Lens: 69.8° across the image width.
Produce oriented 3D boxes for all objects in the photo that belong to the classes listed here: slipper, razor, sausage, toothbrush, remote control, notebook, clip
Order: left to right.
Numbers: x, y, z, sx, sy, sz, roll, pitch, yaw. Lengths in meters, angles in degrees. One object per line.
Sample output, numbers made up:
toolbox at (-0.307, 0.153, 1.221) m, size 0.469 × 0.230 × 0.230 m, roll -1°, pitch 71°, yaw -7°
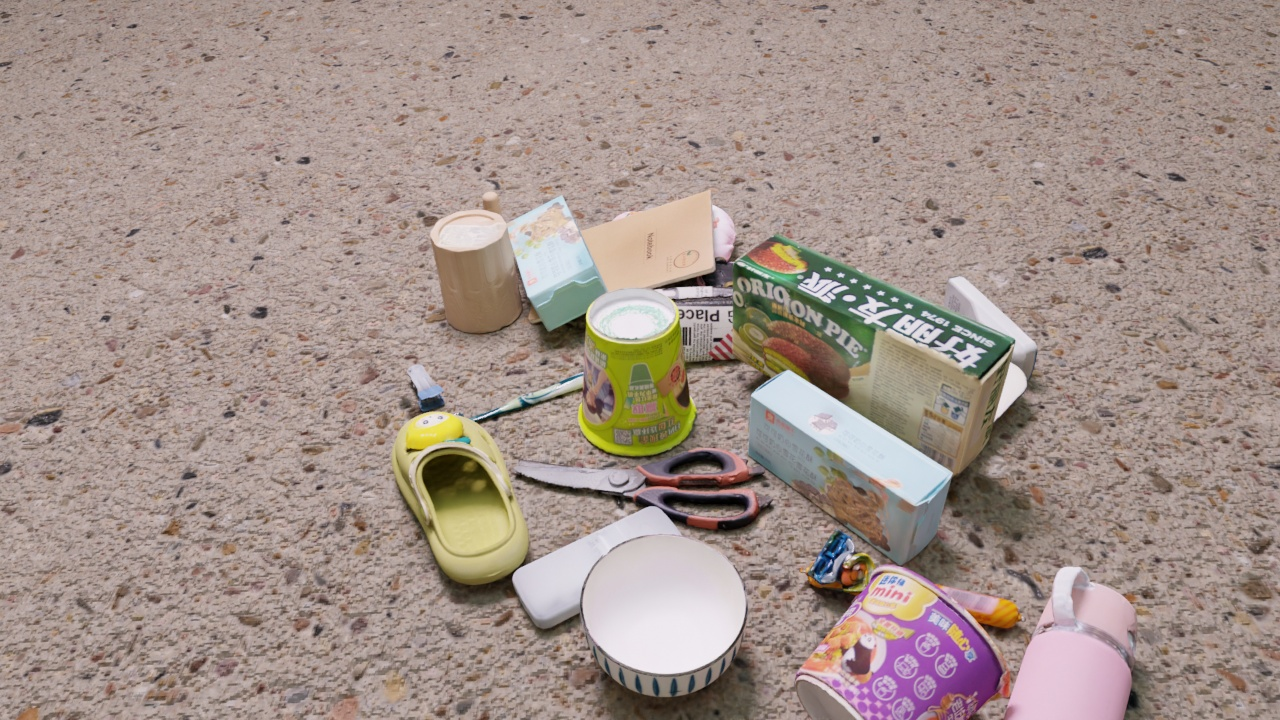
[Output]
clip at (-0.211, 0.026, 0.895) m, size 0.026 × 0.038 × 0.058 m, roll -23°, pitch 46°, yaw -20°
slipper at (-0.150, 0.097, 0.759) m, size 0.091 × 0.082 × 0.190 m, roll -17°, pitch 43°, yaw -20°
toothbrush at (-0.106, 0.034, 0.877) m, size 0.191 × 0.018 × 0.016 m, roll -20°, pitch 43°, yaw -18°
remote control at (-0.031, 0.161, 0.722) m, size 0.135 × 0.020 × 0.056 m, roll -23°, pitch 43°, yaw -21°
notebook at (-0.020, -0.115, 1.000) m, size 0.208 × 0.008 × 0.147 m, roll -15°, pitch 40°, yaw 16°
razor at (0.192, 0.179, 0.667) m, size 0.143 × 0.022 × 0.042 m, roll 33°, pitch 83°, yaw 19°
sausage at (0.203, 0.175, 0.690) m, size 0.165 × 0.021 × 0.021 m, roll 10°, pitch 42°, yaw 14°
remote control at (0.340, -0.031, 0.902) m, size 0.024 × 0.049 × 0.124 m, roll -16°, pitch 42°, yaw -11°

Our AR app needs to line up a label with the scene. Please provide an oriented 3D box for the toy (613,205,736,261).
toy at (0.030, -0.139, 1.049) m, size 0.160 × 0.054 × 0.121 m, roll 2°, pitch 43°, yaw 17°

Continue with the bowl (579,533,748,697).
bowl at (0.017, 0.188, 0.652) m, size 0.116 × 0.066 × 0.116 m, roll -1°, pitch 41°, yaw 1°

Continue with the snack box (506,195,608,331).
snack box at (-0.091, -0.108, 0.985) m, size 0.074 × 0.052 × 0.174 m, roll -26°, pitch 37°, yaw 1°

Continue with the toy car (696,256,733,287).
toy car at (0.120, -0.082, 0.988) m, size 0.122 × 0.037 × 0.056 m, roll 0°, pitch 42°, yaw -16°

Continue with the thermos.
thermos at (0.266, 0.222, 0.584) m, size 0.067 × 0.087 × 0.198 m, roll -6°, pitch 32°, yaw 44°

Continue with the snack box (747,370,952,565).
snack box at (0.166, 0.085, 0.758) m, size 0.051 × 0.074 × 0.175 m, roll -32°, pitch 48°, yaw -28°

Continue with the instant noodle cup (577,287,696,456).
instant noodle cup at (-0.005, 0.005, 0.824) m, size 0.112 × 0.124 × 0.111 m, roll -1°, pitch 41°, yaw 1°

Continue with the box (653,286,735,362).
box at (0.040, -0.031, 0.919) m, size 0.163 × 0.076 × 0.087 m, roll -1°, pitch 60°, yaw -2°

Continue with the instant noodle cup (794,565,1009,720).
instant noodle cup at (0.162, 0.206, 0.598) m, size 0.099 × 0.112 × 0.111 m, roll -34°, pitch 49°, yaw -22°

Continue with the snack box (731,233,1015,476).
snack box at (0.187, -0.009, 0.784) m, size 0.240 × 0.115 × 0.063 m, roll 31°, pitch 52°, yaw 34°

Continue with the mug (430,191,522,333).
mug at (-0.168, -0.107, 0.980) m, size 0.084 × 0.104 × 0.124 m, roll 6°, pitch 42°, yaw 10°

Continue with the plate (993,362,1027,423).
plate at (0.253, 0.026, 0.853) m, size 0.163 × 0.034 × 0.164 m, roll -31°, pitch 48°, yaw -29°

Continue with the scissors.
scissors at (-0.001, 0.097, 0.801) m, size 0.185 × 0.015 × 0.209 m, roll -32°, pitch 49°, yaw -28°
